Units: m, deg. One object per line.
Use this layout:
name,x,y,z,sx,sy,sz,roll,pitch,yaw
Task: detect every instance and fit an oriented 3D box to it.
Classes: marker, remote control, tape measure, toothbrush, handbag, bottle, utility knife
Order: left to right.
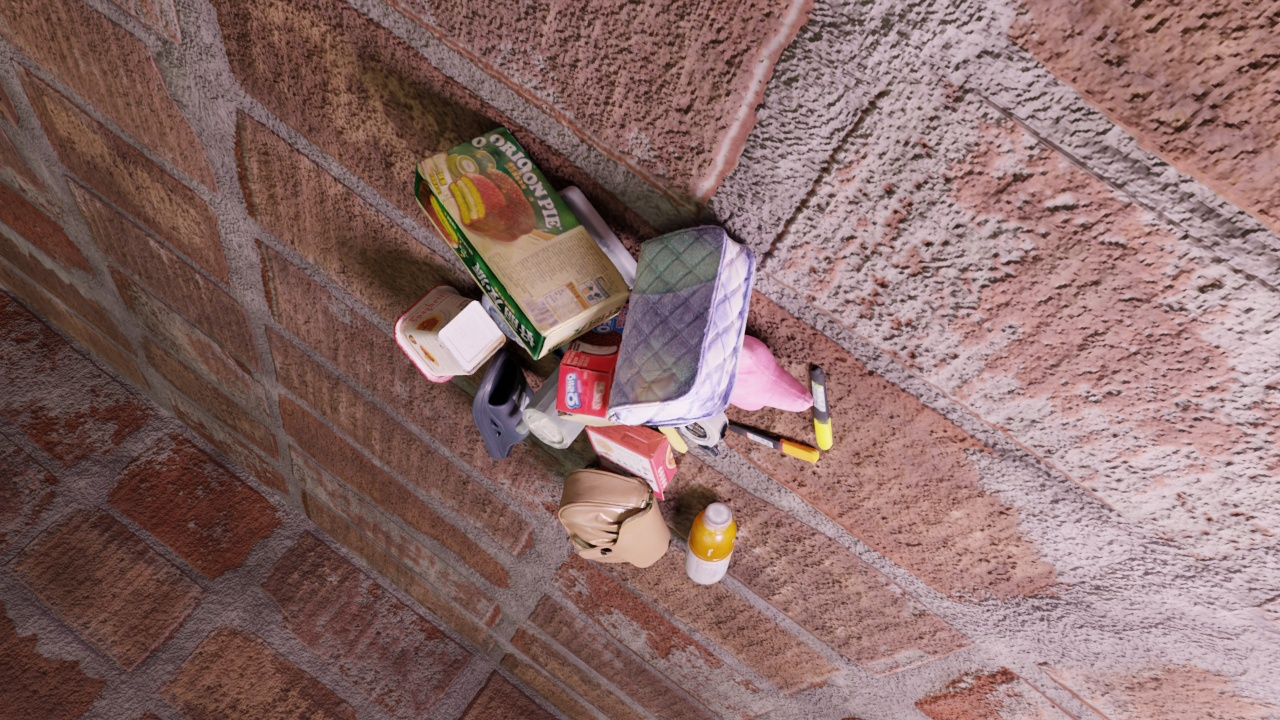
remote control,-0.050,-0.135,1.027,0.136,0.020,0.056,50,146,-18
handbag,-0.040,0.240,1.349,0.148,0.099,0.205,0,146,13
utility knife,0.019,0.073,1.235,0.031,0.018,0.152,3,132,50
toothbrush,0.027,0.073,1.209,0.189,0.016,0.014,35,142,-7
handbag,0.039,-0.030,0.903,0.134,0.193,0.075,-7,153,44
tape measure,0.078,0.077,1.162,0.066,0.033,0.066,37,152,-2
bottle,0.104,0.267,1.350,0.068,0.067,0.190,29,148,16
marker,0.162,0.098,1.121,0.124,0.015,0.018,18,142,35
marker,0.201,0.053,1.020,0.018,0.015,0.124,16,140,32

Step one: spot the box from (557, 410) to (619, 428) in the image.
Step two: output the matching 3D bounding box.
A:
box,-0.017,0.048,1.119,0.169,0.079,0.091,-8,163,36

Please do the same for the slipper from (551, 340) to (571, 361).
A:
slipper,-0.128,-0.067,1.132,0.105,0.095,0.253,4,139,40

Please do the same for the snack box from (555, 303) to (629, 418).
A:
snack box,-0.046,-0.007,1.013,0.057,0.207,0.058,9,114,4

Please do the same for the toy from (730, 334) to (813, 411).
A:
toy,0.104,0.012,1.001,0.195,0.074,0.178,25,168,41

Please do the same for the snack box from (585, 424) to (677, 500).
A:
snack box,-0.010,0.133,1.310,0.113,0.044,0.127,23,153,24

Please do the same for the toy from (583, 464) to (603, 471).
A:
toy,-0.039,0.224,1.460,0.157,0.066,0.105,41,120,-12

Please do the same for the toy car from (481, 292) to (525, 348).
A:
toy car,-0.178,-0.056,1.256,0.105,0.031,0.049,45,148,-9

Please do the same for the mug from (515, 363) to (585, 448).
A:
mug,-0.113,0.060,1.271,0.124,0.103,0.083,-12,123,52

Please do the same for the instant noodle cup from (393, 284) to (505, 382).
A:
instant noodle cup,-0.259,-0.036,1.274,0.124,0.116,0.116,6,137,54

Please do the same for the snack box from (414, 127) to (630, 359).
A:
snack box,-0.128,-0.127,0.966,0.240,0.114,0.063,52,152,13

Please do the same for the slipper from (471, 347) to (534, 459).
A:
slipper,-0.191,0.075,1.389,0.083,0.110,0.269,16,151,6
